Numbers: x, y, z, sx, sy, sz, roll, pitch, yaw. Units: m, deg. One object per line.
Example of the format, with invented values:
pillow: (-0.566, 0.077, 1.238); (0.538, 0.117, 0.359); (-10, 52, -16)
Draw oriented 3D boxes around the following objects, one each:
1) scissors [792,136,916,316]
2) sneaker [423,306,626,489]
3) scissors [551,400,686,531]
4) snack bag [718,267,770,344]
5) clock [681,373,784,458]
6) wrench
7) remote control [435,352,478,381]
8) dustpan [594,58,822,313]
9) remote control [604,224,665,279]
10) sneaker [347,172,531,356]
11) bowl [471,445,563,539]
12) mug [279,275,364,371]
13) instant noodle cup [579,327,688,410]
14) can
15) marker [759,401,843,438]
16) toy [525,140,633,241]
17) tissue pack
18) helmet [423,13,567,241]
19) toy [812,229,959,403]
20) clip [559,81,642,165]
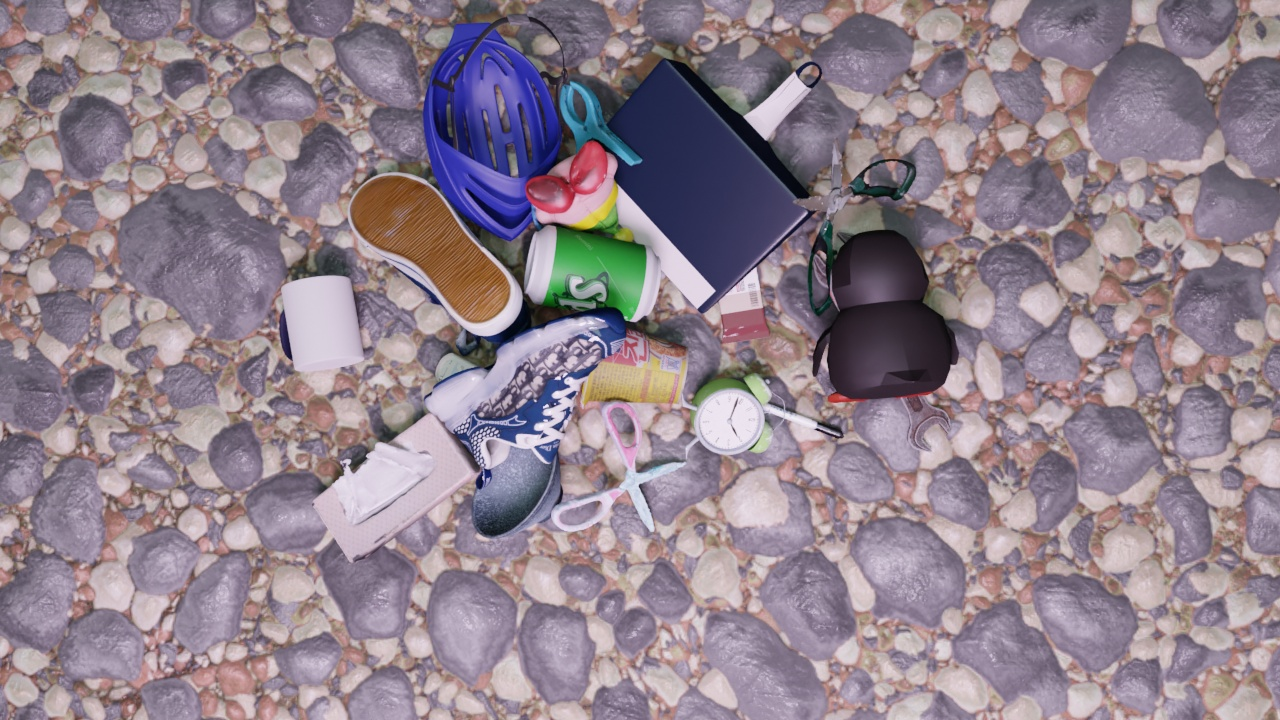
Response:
scissors: (0.242, -0.161, 1.031); (0.205, 0.015, 0.202); (-24, 125, -29)
sneaker: (-0.108, 0.041, 0.981); (0.270, 0.103, 0.132); (-29, 84, 30)
scissors: (-0.028, 0.132, 1.032); (0.176, 0.013, 0.170); (-29, 114, -18)
snack bag: (0.111, -0.101, 1.077); (0.057, 0.013, 0.158); (-10, 86, 1)
clock: (0.105, 0.062, 1.039); (0.119, 0.042, 0.094); (-4, 109, -4)
wrench: (0.281, -0.022, 1.062); (0.070, 0.010, 0.273); (-26, 85, 2)
remote control: (-0.183, 0.033, 1.086); (0.125, 0.018, 0.038); (28, 88, 3)
dustpan: (0.096, -0.233, 1.046); (0.236, 0.080, 0.274); (48, 116, 5)
remote control: (-0.004, -0.172, 1.087); (0.074, 0.019, 0.151); (2, 87, 4)
sneaker: (-0.230, -0.107, 1.071); (0.294, 0.127, 0.120); (41, 84, 25)
bowl: (-0.126, 0.150, 1.044); (0.057, 0.137, 0.137); (37, 89, -34)
mug: (-0.385, -0.039, 1.081); (0.112, 0.078, 0.097); (-14, 85, 31)
instant noodle cup: (-0.006, 0.006, 1.043); (0.112, 0.100, 0.100); (8, 86, -4)
can: (-0.054, -0.096, 1.018); (0.139, 0.088, 0.087); (10, 86, -13)
marker: (0.164, 0.061, 1.064); (0.152, 0.011, 0.011); (20, 87, 5)
toy: (-0.064, -0.169, 1.018); (0.124, 0.131, 0.097); (-35, 78, 9)
tissue pack: (-0.289, 0.143, 1.063); (0.181, 0.071, 0.104); (-36, 85, 4)
helmet: (-0.151, -0.266, 1.002); (0.147, 0.228, 0.241); (-12, 86, -24)
toy: (0.262, -0.052, 0.987); (0.159, 0.140, 0.184); (-5, 84, -2)
clip: (-0.063, -0.259, 1.048); (0.097, 0.026, 0.116); (-22, 94, 24)
